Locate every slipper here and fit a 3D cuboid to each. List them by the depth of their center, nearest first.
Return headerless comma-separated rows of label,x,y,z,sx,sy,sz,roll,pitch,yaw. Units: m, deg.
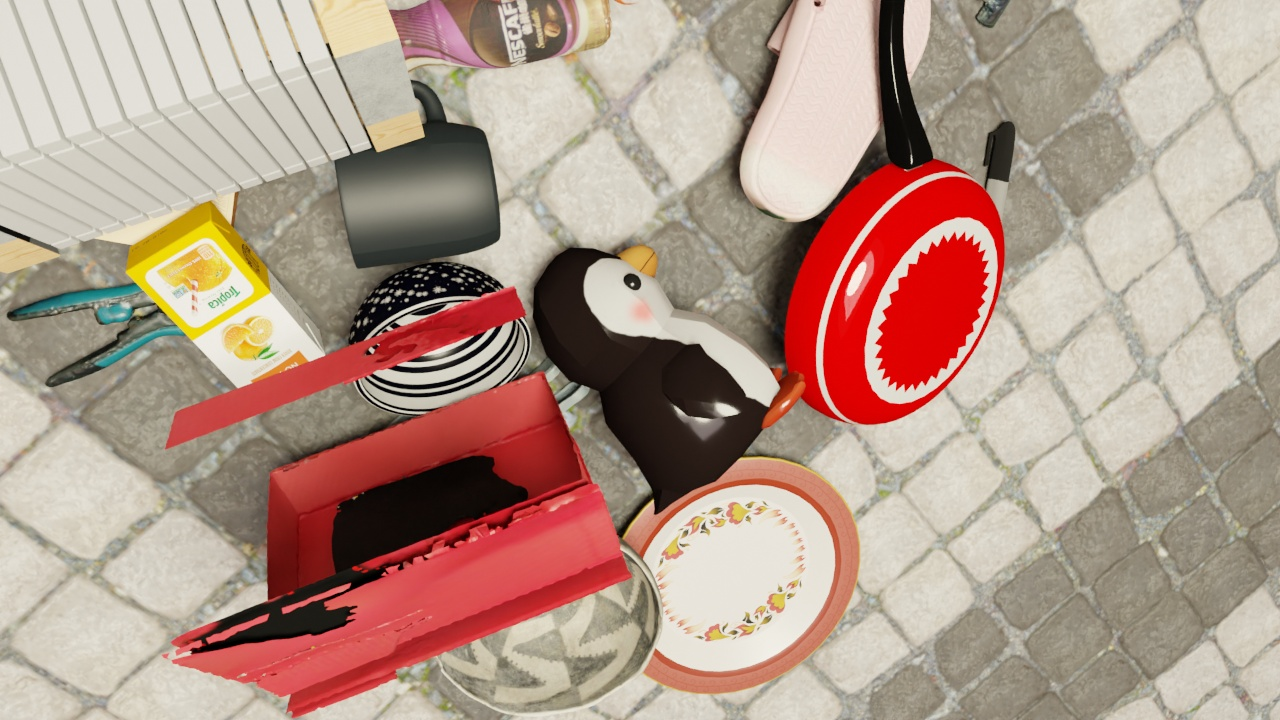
slipper,0.137,-0.205,0.654,0.106,0.056,0.221,22,92,-22

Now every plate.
plate,0.081,0.185,0.791,0.229,0.021,0.230,-5,109,-13

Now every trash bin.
trash bin,-0.259,-0.163,0.465,0.246,0.142,0.142,-21,89,-9

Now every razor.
razor,0.219,-0.297,0.662,0.144,0.022,0.043,27,98,-21

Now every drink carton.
drink carton,-0.265,-0.035,0.598,0.058,0.040,0.122,-33,127,-5

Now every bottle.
bottle,-0.104,-0.214,0.584,0.166,0.059,0.060,-15,111,-7

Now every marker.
marker,0.284,-0.123,0.745,0.022,0.016,0.139,9,109,15

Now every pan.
pan,0.191,-0.109,0.656,0.208,0.067,0.357,-24,127,-28

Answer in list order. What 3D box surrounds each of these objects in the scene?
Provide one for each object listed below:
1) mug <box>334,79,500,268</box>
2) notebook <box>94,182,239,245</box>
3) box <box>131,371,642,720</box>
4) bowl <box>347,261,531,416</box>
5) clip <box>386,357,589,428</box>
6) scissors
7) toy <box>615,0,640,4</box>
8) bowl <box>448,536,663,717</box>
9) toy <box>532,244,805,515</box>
mug,-0.147,-0.126,0.599,0.094,0.085,0.121,-9,81,-12
notebook,-0.326,-0.182,0.556,0.167,0.024,0.226,10,106,-19
box,-0.118,0.121,0.529,0.211,0.318,0.121,-20,105,-6
bowl,-0.142,-0.024,0.629,0.120,0.066,0.120,-16,145,-12
clip,-0.104,0.085,0.705,0.173,0.030,0.159,-24,114,-4
scissors,-0.340,-0.030,0.606,0.148,0.019,0.123,17,103,-22
toy,-0.036,-0.289,0.504,0.163,0.093,0.173,-12,113,-29
bowl,-0.074,0.183,0.714,0.178,0.081,0.179,-2,117,-5
toy,-0.004,0.004,0.648,0.184,0.159,0.140,41,88,-6
